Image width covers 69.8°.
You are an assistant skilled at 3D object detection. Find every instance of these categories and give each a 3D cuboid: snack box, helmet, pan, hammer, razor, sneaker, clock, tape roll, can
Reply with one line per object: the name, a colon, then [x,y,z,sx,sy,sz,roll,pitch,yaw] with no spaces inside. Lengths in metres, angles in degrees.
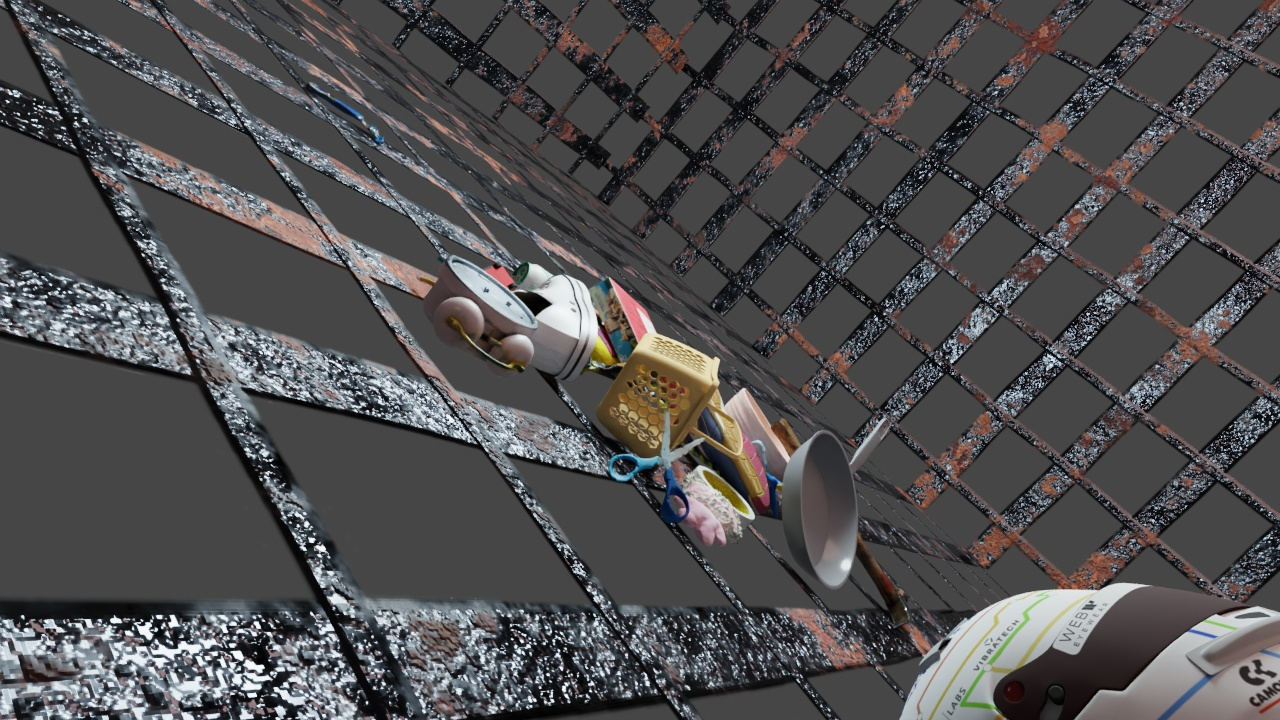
snack box: [-0.006,-0.030,1.324,0.145,0.040,0.142,65,12,26]
helmet: [0.296,0.267,0.607,0.231,0.314,0.236,38,-1,-37]
pan: [0.271,0.162,1.243,0.355,0.051,0.201,-40,117,-54]
hammer: [0.284,0.226,1.304,0.330,0.033,0.120,57,11,3]
razor: [-0.007,0.007,1.190,0.144,0.021,0.044,-3,15,-1]
sneaker: [-0.120,-0.052,1.094,0.097,0.091,0.245,24,17,-17]
sneaker: [0.090,0.105,1.238,0.241,0.091,0.116,62,19,7]
clock: [-0.162,-0.041,0.934,0.116,0.059,0.158,33,13,-34]
tape roll: [0.100,0.168,1.129,0.094,0.019,0.094,39,10,-9]
can: [-0.132,-0.093,1.286,0.101,0.053,0.053,35,12,-34]
razor: [-0.460,-0.390,1.439,0.141,0.018,0.044,36,12,-28]

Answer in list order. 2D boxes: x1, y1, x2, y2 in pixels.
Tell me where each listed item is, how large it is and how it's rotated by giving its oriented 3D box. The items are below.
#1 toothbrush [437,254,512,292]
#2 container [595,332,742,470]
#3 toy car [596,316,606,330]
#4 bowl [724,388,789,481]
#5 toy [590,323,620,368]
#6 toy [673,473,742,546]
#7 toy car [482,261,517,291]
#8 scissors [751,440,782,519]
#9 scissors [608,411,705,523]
toothbrush: [-0.185,-0.090,1.176,0.188,0.019,0.018,32,0,-42]
container: [0.047,0.057,1.087,0.167,0.129,0.183,32,10,-1]
toy car: [-0.044,-0.031,1.394,0.091,0.036,0.042,39,11,-40]
bowl: [0.160,0.123,1.344,0.153,0.076,0.153,56,8,-13]
toy: [-0.060,-0.020,1.281,0.095,0.041,0.094,38,15,-47]
toy: [0.073,0.166,0.994,0.095,0.041,0.108,44,16,9]
toy car: [-0.185,-0.094,1.127,0.038,0.025,0.089,54,31,-1]
scissors: [0.177,0.165,1.260,0.013,0.126,0.130,-28,106,-40]
scissors: [0.029,0.114,0.955,0.129,0.014,0.119,-26,74,-39]
